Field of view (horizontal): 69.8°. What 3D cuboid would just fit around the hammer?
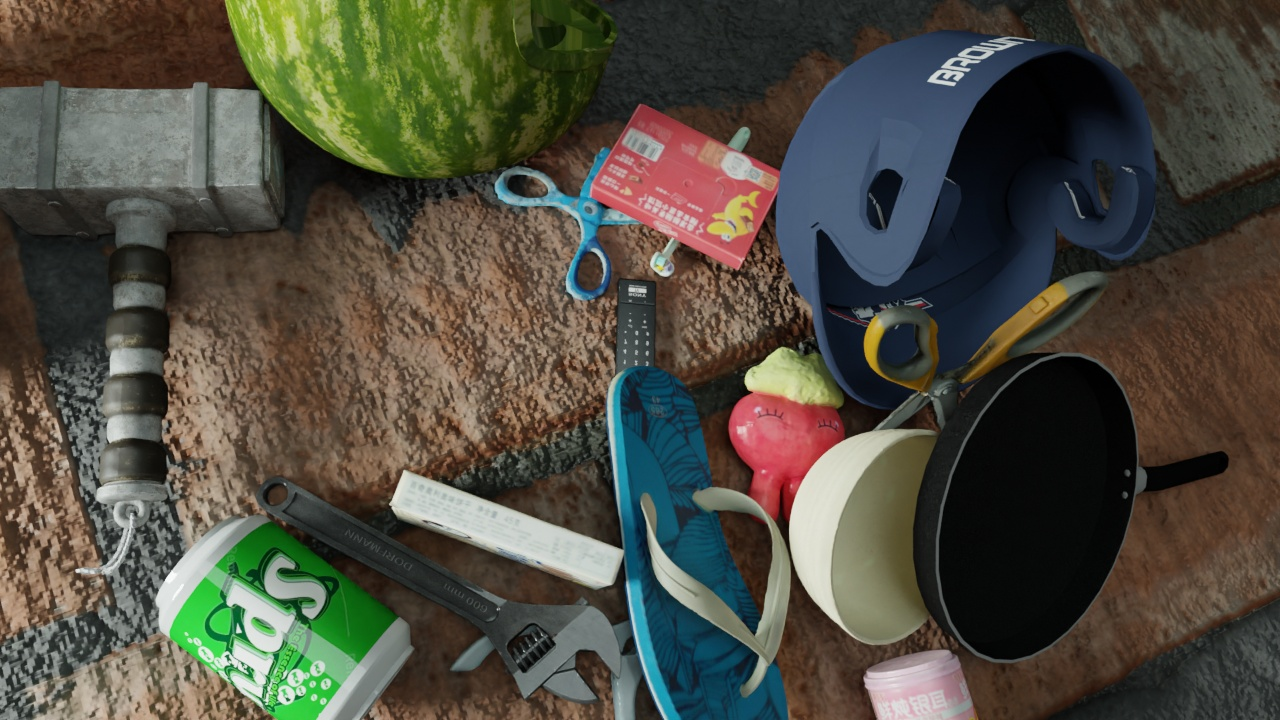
[{"bbox_3d":[-0.330,-0.026,0.606,0.176,0.080,0.326,-3,74,-12],"label":"hammer"}]

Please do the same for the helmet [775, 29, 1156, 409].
[{"bbox_3d":[0.206,-0.096,0.670,0.231,0.223,0.272,-8,107,-25],"label":"helmet"}]

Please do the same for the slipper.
[{"bbox_3d":[0.043,0.136,0.623,0.118,0.060,0.294,-1,70,-38],"label":"slipper"}]

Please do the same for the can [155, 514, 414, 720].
[{"bbox_3d":[-0.217,0.165,0.567,0.140,0.088,0.087,37,70,1],"label":"can"}]

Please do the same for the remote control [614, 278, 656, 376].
[{"bbox_3d":[-0.004,0.004,0.699,0.030,0.009,0.140,4,73,-10],"label":"remote control"}]

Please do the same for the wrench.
[{"bbox_3d":[-0.136,0.146,0.607,0.273,0.018,0.073,27,68,8],"label":"wrench"}]

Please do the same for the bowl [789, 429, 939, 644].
[{"bbox_3d":[0.159,0.115,0.651,0.150,0.075,0.151,-9,105,-35],"label":"bowl"}]

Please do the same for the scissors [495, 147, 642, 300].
[{"bbox_3d":[-0.049,-0.110,0.725,0.134,0.011,0.139,4,73,-12],"label":"scissors"}]

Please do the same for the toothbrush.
[{"bbox_3d":[0.052,-0.133,0.748,0.022,0.015,0.154,41,69,-25],"label":"toothbrush"}]

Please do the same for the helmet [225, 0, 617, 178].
[{"bbox_3d":[-0.151,-0.240,0.625,0.243,0.247,0.213,-21,44,5],"label":"helmet"}]

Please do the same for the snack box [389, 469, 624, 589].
[{"bbox_3d":[-0.089,0.116,0.611,0.150,0.082,0.026,21,71,-5],"label":"snack box"}]

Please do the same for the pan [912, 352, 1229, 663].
[{"bbox_3d":[0.336,0.099,0.692,0.355,0.034,0.225,-6,102,-31],"label":"pan"}]

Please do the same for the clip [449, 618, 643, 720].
[{"bbox_3d":[-0.047,0.232,0.613,0.164,0.032,0.165,8,73,-9],"label":"clip"}]

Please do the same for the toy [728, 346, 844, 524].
[{"bbox_3d":[0.110,0.057,0.686,0.091,0.045,0.135,14,79,-12],"label":"toy"}]

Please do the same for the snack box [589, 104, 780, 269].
[{"bbox_3d":[0.038,-0.139,0.727,0.133,0.021,0.089,27,70,3],"label":"snack box"}]

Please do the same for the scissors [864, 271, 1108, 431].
[{"bbox_3d":[0.214,0.003,0.638,0.229,0.226,0.016,21,34,-47],"label":"scissors"}]

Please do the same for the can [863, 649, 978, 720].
[{"bbox_3d":[0.198,0.247,0.637,0.067,0.067,0.076,-12,77,-15],"label":"can"}]
